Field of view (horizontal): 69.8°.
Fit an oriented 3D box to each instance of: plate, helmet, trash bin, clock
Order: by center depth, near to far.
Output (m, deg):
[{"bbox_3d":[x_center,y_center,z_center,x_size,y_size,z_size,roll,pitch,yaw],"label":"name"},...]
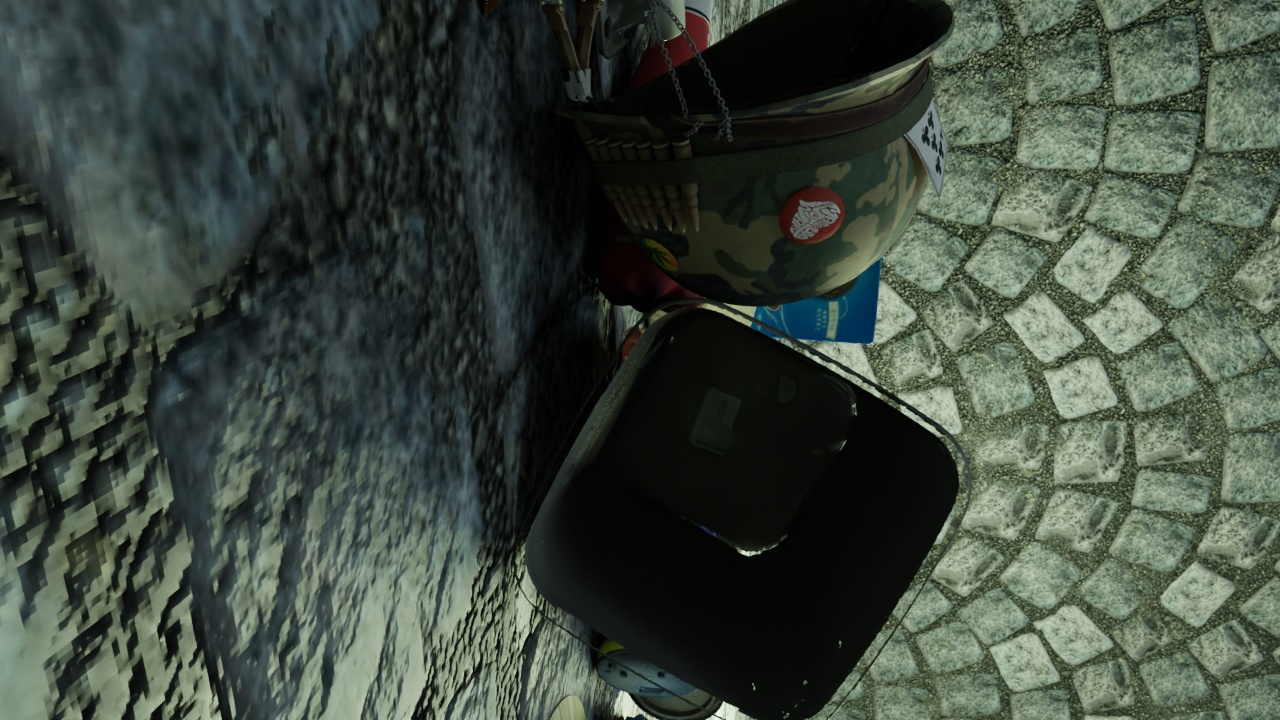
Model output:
[{"bbox_3d":[0.057,-0.144,0.475,0.236,0.192,0.225,63,-22,-12],"label":"helmet"},{"bbox_3d":[0.059,0.069,0.576,0.197,0.197,0.220,-61,179,10],"label":"trash bin"},{"bbox_3d":[-0.042,0.318,0.597,0.184,0.036,0.184,5,89,-78],"label":"plate"},{"bbox_3d":[0.009,0.208,0.691,0.119,0.083,0.056,86,9,-46],"label":"clock"}]

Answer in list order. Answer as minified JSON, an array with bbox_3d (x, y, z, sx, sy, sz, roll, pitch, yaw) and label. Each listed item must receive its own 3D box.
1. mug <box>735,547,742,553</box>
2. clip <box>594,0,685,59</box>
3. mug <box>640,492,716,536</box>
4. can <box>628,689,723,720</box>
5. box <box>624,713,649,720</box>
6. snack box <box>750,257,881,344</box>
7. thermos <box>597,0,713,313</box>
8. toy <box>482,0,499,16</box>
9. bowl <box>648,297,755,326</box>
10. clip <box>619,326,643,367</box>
[{"bbox_3d":[0.062,0.150,0.883,0.110,0.096,0.123,-78,180,-50],"label":"mug"},{"bbox_3d":[0.009,-0.266,0.557,0.150,0.089,0.126,-57,153,-46],"label":"clip"},{"bbox_3d":[0.028,0.135,0.795,0.083,0.079,0.111,-73,-169,-46],"label":"mug"},{"bbox_3d":[0.036,0.265,0.819,0.074,0.090,0.090,-63,154,-62],"label":"can"},{"bbox_3d":[-0.007,0.316,0.724,0.210,0.052,0.067,96,-27,-70],"label":"box"},{"bbox_3d":[0.130,-0.139,0.867,0.056,0.196,0.239,-56,148,-66],"label":"snack box"},{"bbox_3d":[0.019,-0.154,0.630,0.073,0.073,0.239,50,45,-73],"label":"thermos"},{"bbox_3d":[-0.045,-0.199,0.413,0.090,0.070,0.103,-91,-153,-83],"label":"toy"},{"bbox_3d":[0.052,-0.048,0.800,0.115,0.062,0.115,-42,141,-47],"label":"bowl"},{"bbox_3d":[-0.004,0.004,0.708,0.049,0.026,0.061,-67,151,-68],"label":"clip"}]
